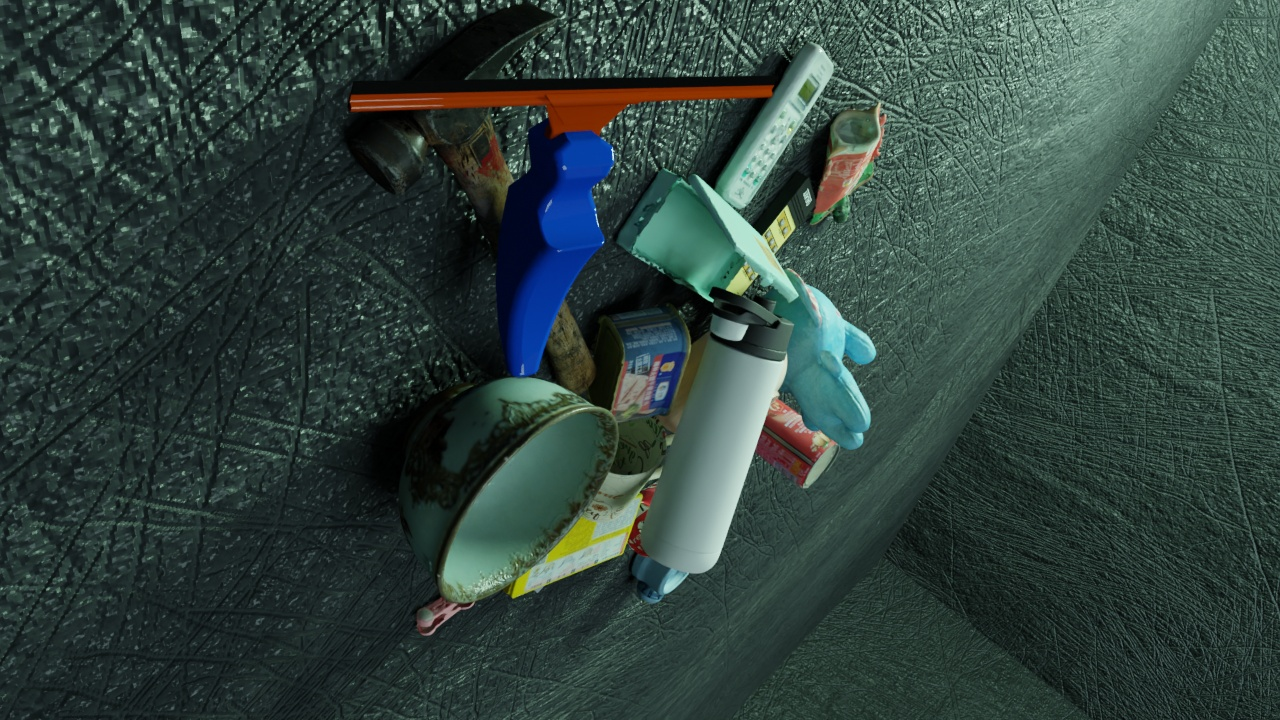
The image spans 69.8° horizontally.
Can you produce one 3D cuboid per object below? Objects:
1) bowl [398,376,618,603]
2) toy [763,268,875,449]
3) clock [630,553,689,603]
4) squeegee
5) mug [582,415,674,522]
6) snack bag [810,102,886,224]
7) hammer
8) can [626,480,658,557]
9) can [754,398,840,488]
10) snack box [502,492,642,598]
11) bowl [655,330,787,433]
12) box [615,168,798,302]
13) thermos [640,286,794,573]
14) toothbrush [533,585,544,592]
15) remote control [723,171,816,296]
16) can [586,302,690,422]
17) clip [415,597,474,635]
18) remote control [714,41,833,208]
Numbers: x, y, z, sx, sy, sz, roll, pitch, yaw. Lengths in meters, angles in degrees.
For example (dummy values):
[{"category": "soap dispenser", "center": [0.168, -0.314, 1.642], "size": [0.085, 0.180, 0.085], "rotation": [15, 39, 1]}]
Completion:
[{"category": "bowl", "center": [-0.102, 0.071, 0.615], "size": [0.159, 0.094, 0.160], "rotation": [-40, 153, -25]}, {"category": "toy", "center": [0.178, -0.001, 0.909], "size": [0.114, 0.180, 0.184], "rotation": [-26, 150, -17]}, {"category": "clock", "center": [0.033, 0.258, 1.162], "size": [0.088, 0.052, 0.125], "rotation": [-36, 151, -36]}, {"category": "squeegee", "center": [-0.049, -0.069, 0.493], "size": [0.248, 0.055, 0.185], "rotation": [-15, 135, -38]}, {"category": "mug", "center": [-0.010, 0.090, 0.815], "size": [0.121, 0.081, 0.097], "rotation": [-12, 146, -25]}, {"category": "snack bag", "center": [0.200, -0.177, 0.884], "size": [0.087, 0.044, 0.155], "rotation": [-42, 159, -10]}, {"category": "hammer", "center": [-0.065, -0.065, 0.575], "size": [0.119, 0.033, 0.331], "rotation": [-47, 156, -14]}, {"category": "can", "center": [0.045, 0.163, 1.026], "size": [0.142, 0.074, 0.075], "rotation": [-21, 141, -49]}, {"category": "can", "center": [0.162, 0.088, 1.068], "size": [0.066, 0.124, 0.067], "rotation": [-40, 153, -25]}, {"category": "snack box", "center": [-0.065, 0.168, 0.870], "size": [0.152, 0.025, 0.075], "rotation": [-10, 126, -48]}, {"category": "bowl", "center": [0.079, 0.023, 0.844], "size": [0.153, 0.076, 0.153], "rotation": [-37, 168, -10]}, {"category": "box", "center": [0.069, -0.079, 0.718], "size": [0.077, 0.091, 0.188], "rotation": [-56, 156, 6]}, {"category": "thermos", "center": [0.055, 0.057, 0.739], "size": [0.101, 0.068, 0.230], "rotation": [2, 109, -58]}, {"category": "toothbrush", "center": [-0.045, 0.160, 0.931], "size": [0.187, 0.018, 0.019], "rotation": [-45, 149, -16]}, {"category": "remote control", "center": [0.114, -0.109, 0.849], "size": [0.133, 0.013, 0.058], "rotation": [-52, 156, -1]}, {"category": "can", "center": [-0.004, 0.004, 0.729], "size": [0.059, 0.054, 0.100], "rotation": [-9, 138, -25]}, {"category": "clip", "center": [-0.168, 0.209, 0.781], "size": [0.060, 0.023, 0.044], "rotation": [-41, 156, -11]}, {"category": "remote control", "center": [0.102, -0.182, 0.716], "size": [0.133, 0.022, 0.050], "rotation": [-57, 155, 11]}]
